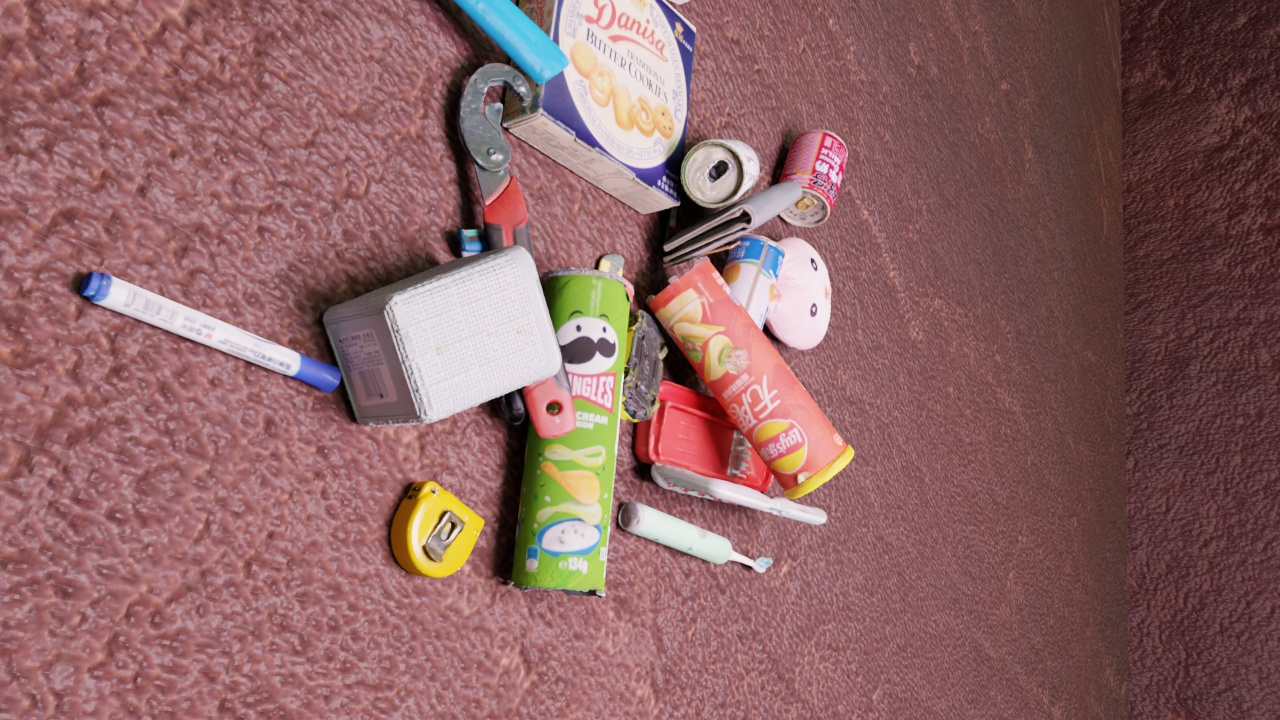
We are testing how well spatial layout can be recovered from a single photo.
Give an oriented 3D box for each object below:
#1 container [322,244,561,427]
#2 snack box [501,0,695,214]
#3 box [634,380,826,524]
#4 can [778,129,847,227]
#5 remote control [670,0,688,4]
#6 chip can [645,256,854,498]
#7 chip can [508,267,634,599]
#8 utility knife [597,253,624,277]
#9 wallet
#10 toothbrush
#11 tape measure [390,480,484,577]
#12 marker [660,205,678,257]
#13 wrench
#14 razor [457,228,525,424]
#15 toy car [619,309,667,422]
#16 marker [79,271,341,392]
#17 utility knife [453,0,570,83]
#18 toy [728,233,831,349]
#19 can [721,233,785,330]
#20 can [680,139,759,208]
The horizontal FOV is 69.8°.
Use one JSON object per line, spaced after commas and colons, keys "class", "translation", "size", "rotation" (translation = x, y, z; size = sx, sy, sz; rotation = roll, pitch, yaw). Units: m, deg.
{"class": "container", "translation": [-0.126, -0.013, 0.580], "size": [0.111, 0.090, 0.090], "rotation": [-26, 105, -47]}
{"class": "snack box", "translation": [-0.028, -0.242, 0.771], "size": [0.177, 0.046, 0.182], "rotation": [22, 69, -49]}
{"class": "box", "translation": [0.091, 0.089, 0.832], "size": [0.201, 0.100, 0.110], "rotation": [23, 71, -49]}
{"class": "can", "translation": [0.191, -0.203, 1.027], "size": [0.066, 0.067, 0.093], "rotation": [47, 51, -37]}
{"class": "remote control", "translation": [0.005, -0.367, 0.846], "size": [0.124, 0.024, 0.049], "rotation": [-4, 88, -53]}
{"class": "chip can", "translation": [0.094, 0.015, 0.803], "size": [0.216, 0.073, 0.073], "rotation": [54, 40, 5]}
{"class": "chip can", "translation": [-0.049, 0.053, 0.680], "size": [0.072, 0.072, 0.235], "rotation": [20, 70, -49]}
{"class": "utility knife", "translation": [-0.040, -0.001, 0.750], "size": [0.031, 0.021, 0.201], "rotation": [29, 67, -40]}
{"class": "wallet", "translation": [0.083, -0.123, 0.843], "size": [0.037, 0.107, 0.129], "rotation": [63, 33, -7]}
{"class": "toothbrush", "translation": [0.057, 0.167, 0.836], "size": [0.224, 0.027, 0.026], "rotation": [31, 24, -46]}
{"class": "tape measure", "translation": [-0.133, 0.113, 0.600], "size": [0.060, 0.029, 0.057], "rotation": [49, 50, -36]}
{"class": "marker", "translation": [0.029, -0.156, 0.857], "size": [0.018, 0.015, 0.123], "rotation": [21, 71, -55]}
{"class": "wrench", "translation": [-0.087, -0.080, 0.649], "size": [0.056, 0.016, 0.273], "rotation": [-8, 84, -20]}
{"class": "razor", "translation": [-0.104, -0.023, 0.659], "size": [0.042, 0.022, 0.142], "rotation": [-14, 94, -47]}
{"class": "toy car", "translation": [-0.005, 0.005, 0.778], "size": [0.048, 0.032, 0.105], "rotation": [48, 39, -37]}
{"class": "marker", "translation": [-0.230, -0.013, 0.504], "size": [0.145, 0.017, 0.016], "rotation": [30, 62, -46]}
{"class": "utility knife", "translation": [-0.140, -0.276, 0.623], "size": [0.234, 0.018, 0.034], "rotation": [40, 62, -26]}
{"class": "toy", "translation": [0.150, -0.075, 0.973], "size": [0.159, 0.054, 0.121], "rotation": [11, 75, -42]}
{"class": "can", "translation": [0.095, -0.050, 0.880], "size": [0.053, 0.053, 0.134], "rotation": [35, 68, -44]}
{"class": "can", "translation": [0.075, -0.173, 0.840], "size": [0.146, 0.058, 0.058], "rotation": [-49, 126, -73]}
